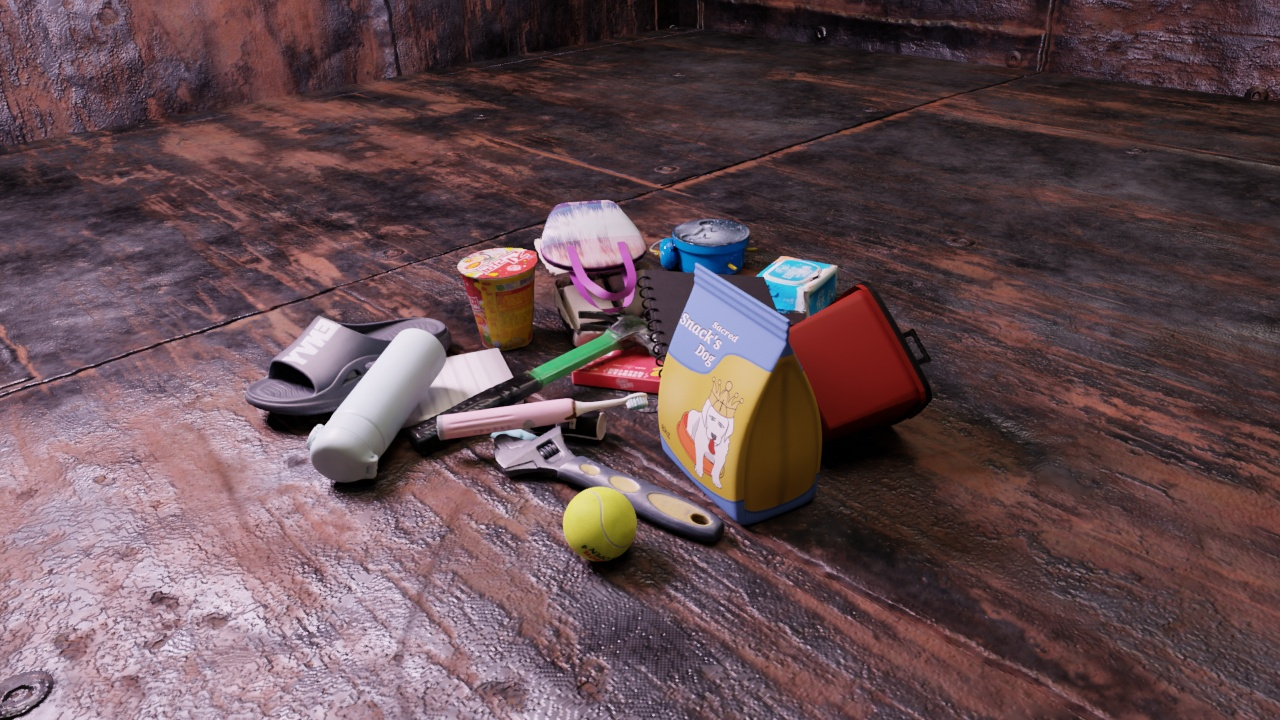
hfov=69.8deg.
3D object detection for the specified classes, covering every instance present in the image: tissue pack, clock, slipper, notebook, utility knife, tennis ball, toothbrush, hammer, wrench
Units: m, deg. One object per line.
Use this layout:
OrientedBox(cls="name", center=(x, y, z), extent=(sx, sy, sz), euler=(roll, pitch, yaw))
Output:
OrientedBox(cls="tissue pack", center=(0.208, -0.096, 1.247), extent=(0.093, 0.062, 0.144), euler=(15, 33, 27))
OrientedBox(cls="clock", center=(0.092, -0.176, 1.409), extent=(0.162, 0.060, 0.116), euler=(12, 32, 27))
OrientedBox(cls="slipper", center=(-0.341, -0.014, 1.098), extent=(0.111, 0.083, 0.267), euler=(20, 33, 34))
OrientedBox(cls="notebook", center=(0.093, -0.025, 1.075), extent=(0.169, 0.019, 0.231), euler=(2, 44, -14))
OrientedBox(cls="utility knife", center=(-0.093, 0.095, 0.962), extent=(0.158, 0.015, 0.022), euler=(18, 57, 32))
OrientedBox(cls="tennis ball", center=(-0.036, 0.145, 0.812), extent=(0.065, 0.065, 0.065), euler=(-2, 28, 1))
OrientedBox(cls="notebook", center=(-0.257, 0.037, 1.090), extent=(0.209, 0.009, 0.142), euler=(-11, 29, -17))
OrientedBox(cls="toothbrush", center=(-0.102, 0.056, 0.965), extent=(0.222, 0.027, 0.026), euler=(-8, 55, -4))
OrientedBox(cls="hammer", center=(-0.120, 0.021, 1.053), extent=(0.317, 0.032, 0.130), euler=(-28, 42, -29))
OrientedBox(cls="wrench", center=(-0.039, 0.118, 0.899), extent=(0.274, 0.022, 0.073), euler=(19, 50, 31))

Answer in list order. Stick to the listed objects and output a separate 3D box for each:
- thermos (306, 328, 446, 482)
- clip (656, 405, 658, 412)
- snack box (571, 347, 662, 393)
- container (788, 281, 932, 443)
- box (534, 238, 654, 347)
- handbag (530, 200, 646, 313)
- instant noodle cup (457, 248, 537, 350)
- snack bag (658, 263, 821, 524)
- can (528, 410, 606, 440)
OrientedBox(cls="thermos", center=(-0.281, 0.046, 0.991), extent=(0.078, 0.065, 0.206), euler=(22, 39, 1))
OrientedBox(cls="clip", center=(0.043, 0.051, 1.039), extent=(0.052, 0.013, 0.036), euler=(-23, 35, -38))
OrientedBox(cls="snack box", center=(-0.007, 0.007, 1.114), extent=(0.133, 0.021, 0.089), euler=(6, 30, 16))
OrientedBox(cls="container", center=(0.243, -0.002, 0.967), extent=(0.200, 0.127, 0.148), euler=(-22, 76, -15))
OrientedBox(cls="box", center=(-0.056, -0.089, 1.251), extent=(0.144, 0.101, 0.186), euler=(-13, 50, -22))
OrientedBox(cls="handbag", center=(-0.055, -0.127, 1.175), extent=(0.144, 0.068, 0.169), euler=(-7, 47, -16))
OrientedBox(cls="instant noodle cup", center=(-0.180, -0.076, 1.185), extent=(0.100, 0.113, 0.100), euler=(-1, 28, 0))
OrientedBox(cls="snack bag", center=(0.092, 0.026, 0.874), extent=(0.102, 0.205, 0.159), euler=(-16, 31, -23))
OrientedBox(cls="can", center=(-0.080, 0.067, 0.996), extent=(0.080, 0.032, 0.031), euler=(6, 29, 16))
